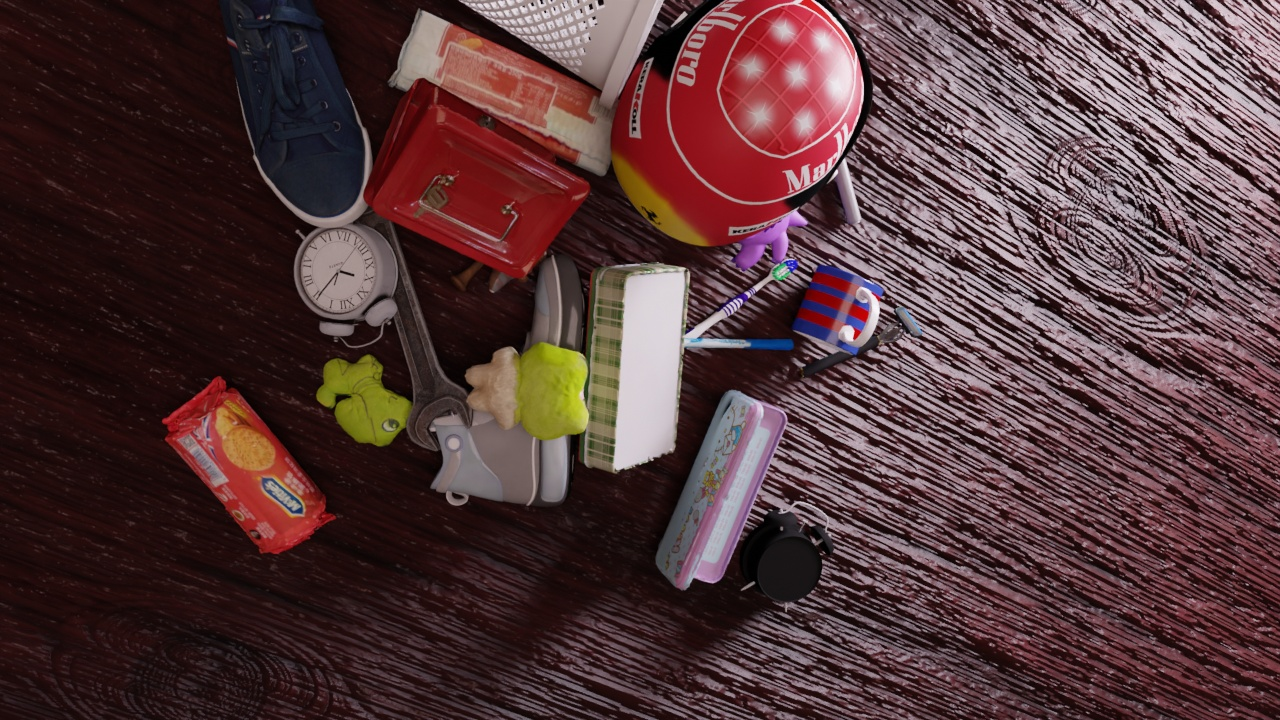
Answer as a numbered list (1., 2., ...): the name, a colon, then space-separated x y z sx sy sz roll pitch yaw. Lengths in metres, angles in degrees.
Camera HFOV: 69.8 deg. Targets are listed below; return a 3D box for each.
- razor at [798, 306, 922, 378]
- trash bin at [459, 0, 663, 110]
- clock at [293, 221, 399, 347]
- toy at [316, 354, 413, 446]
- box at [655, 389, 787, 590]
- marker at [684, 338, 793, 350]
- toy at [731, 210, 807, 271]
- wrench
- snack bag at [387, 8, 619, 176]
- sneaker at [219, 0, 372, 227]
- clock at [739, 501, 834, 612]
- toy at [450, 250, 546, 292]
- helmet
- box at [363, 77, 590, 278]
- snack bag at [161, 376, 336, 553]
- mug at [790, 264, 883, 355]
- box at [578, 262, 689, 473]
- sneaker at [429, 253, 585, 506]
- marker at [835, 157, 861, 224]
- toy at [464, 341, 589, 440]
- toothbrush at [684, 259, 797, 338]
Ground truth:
1. razor: 0.244 -0.014 1.034 0.144 0.022 0.042 -25 61 -4
2. trash bin: -0.076 -0.361 0.827 0.199 0.195 0.195 25 92 -6
3. clock: -0.277 -0.073 0.869 0.095 0.035 0.122 -16 88 12
4. toy: -0.272 0.041 0.911 0.094 0.036 0.093 -4 96 -7
5. box: 0.094 0.143 0.984 0.089 0.093 0.214 21 93 -15
6. marker: 0.101 -0.018 0.994 0.141 0.013 0.013 1 98 -20
7. toy: 0.125 -0.150 0.964 0.088 0.056 0.106 -38 97 -10
8. wrench: -0.225 -0.047 0.886 0.070 0.010 0.273 -17 90 7
9. snack bag: -0.124 -0.258 0.898 0.225 0.041 0.077 21 93 -14
10. sneaker: -0.306 -0.262 0.794 0.120 0.127 0.294 -17 97 -8
11. clock: 0.167 0.218 1.039 0.091 0.042 0.120 29 91 -16
12. toy: -0.136 -0.097 0.919 0.055 0.042 0.101 45 81 -5
13. helmet: 0.096 -0.231 0.832 0.197 0.225 0.270 42 76 -13
14. box: -0.154 -0.174 0.837 0.157 0.165 0.152 26 119 -29
15. snack bag: -0.376 0.106 0.877 0.082 0.082 0.176 -36 105 -6
16. mug: 0.218 -0.051 0.973 0.075 0.112 0.076 22 93 -20
17. box: -0.006 0.005 0.929 0.117 0.050 0.206 -15 114 -52
18. sneaker: -0.138 0.020 0.919 0.160 0.093 0.257 2 97 -5
19. marker: 0.215 -0.217 0.996 0.016 0.016 0.140 -21 103 -10
20. toy: -0.106 0.028 0.859 0.118 0.043 0.092 1 98 6
21. toothbrush: 0.094 -0.055 0.993 0.186 0.016 0.015 -36 107 -6
